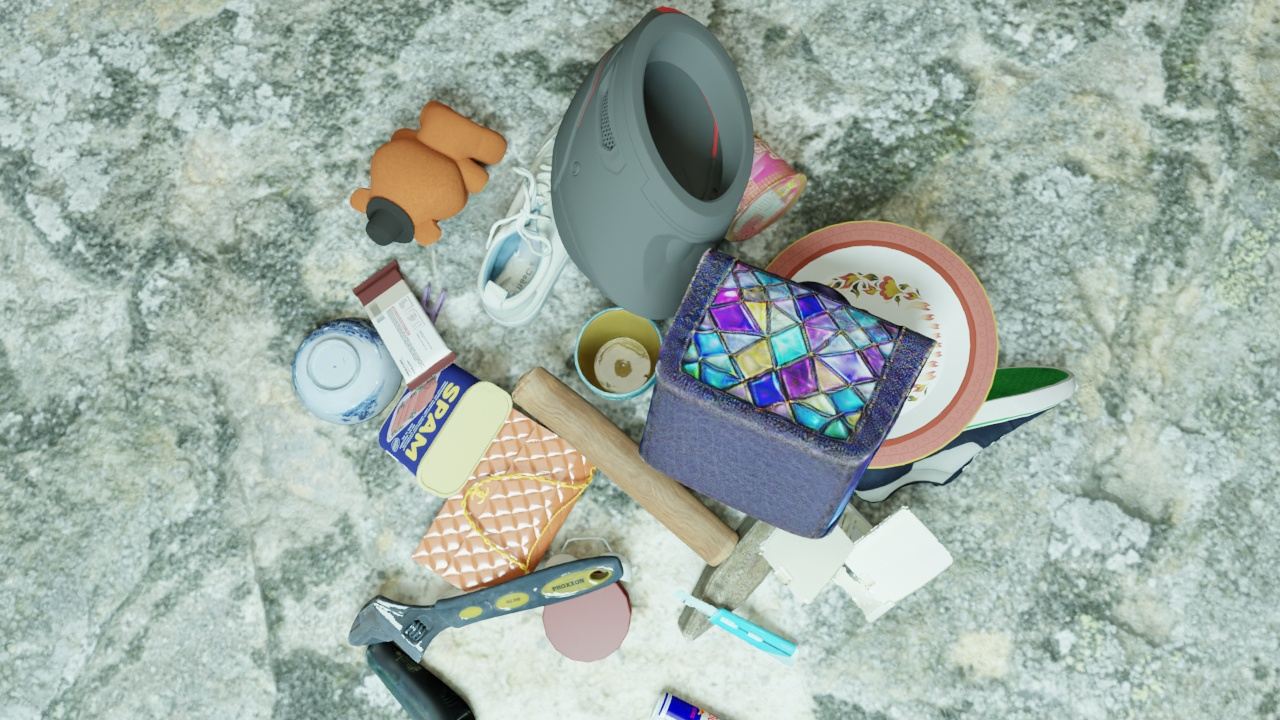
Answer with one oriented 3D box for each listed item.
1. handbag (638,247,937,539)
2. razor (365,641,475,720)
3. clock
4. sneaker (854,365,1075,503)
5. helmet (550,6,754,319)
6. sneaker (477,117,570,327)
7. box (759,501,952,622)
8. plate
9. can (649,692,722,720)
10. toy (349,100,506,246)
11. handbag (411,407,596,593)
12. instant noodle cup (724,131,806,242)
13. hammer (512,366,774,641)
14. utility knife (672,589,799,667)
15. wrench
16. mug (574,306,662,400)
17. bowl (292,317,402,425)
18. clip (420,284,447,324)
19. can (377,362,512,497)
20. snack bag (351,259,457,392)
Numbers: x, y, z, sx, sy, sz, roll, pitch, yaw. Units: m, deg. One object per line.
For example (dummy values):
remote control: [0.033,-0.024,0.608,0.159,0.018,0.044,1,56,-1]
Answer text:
handbag: [0.121,0.012,0.765,0.205,0.126,0.221,24,50,12]
razor: [-0.213,0.332,0.880,0.151,0.053,0.067,42,105,13]
clock: [-0.050,0.233,0.885,0.087,0.044,0.124,-3,82,2]
sneaker: [0.307,0.071,0.883,0.235,0.084,0.079,-20,106,-3]
helmet: [-0.001,-0.166,0.840,0.164,0.170,0.264,2,78,-37]
sneaker: [-0.092,-0.150,0.917,0.089,0.091,0.242,24,83,6]
box: [0.191,0.153,0.797,0.143,0.192,0.107,45,115,3]
plate: [0.207,-0.015,0.844,0.230,0.021,0.229,-1,81,8]
can: [0.057,0.349,0.870,0.095,0.032,0.032,25,84,6]
toy: [-0.217,-0.189,0.927,0.112,0.096,0.175,30,56,6]
handbag: [-0.128,0.146,0.895,0.109,0.060,0.171,31,84,2]
instant noodle cup: [0.095,-0.191,0.918,0.097,0.098,0.108,-34,75,-3]
hammer: [-0.002,0.118,0.869,0.301,0.037,0.158,42,86,-6]
utility knife: [0.089,0.250,0.861,0.151,0.015,0.022,30,93,-19]
wrench: [-0.147,0.227,0.860,0.273,0.022,0.073,-18,104,8]
mug: [-0.005,0.005,0.885,0.112,0.104,0.084,22,83,3]
bowl: [-0.302,0.007,0.926,0.114,0.045,0.114,0,82,2]
clip: [-0.217,-0.051,0.948,0.035,0.013,0.052,15,85,5]
can: [-0.192,0.060,0.888,0.092,0.056,0.116,27,82,44]
snack bag: [-0.238,-0.037,0.919,0.057,0.013,0.158,-38,57,-2]
